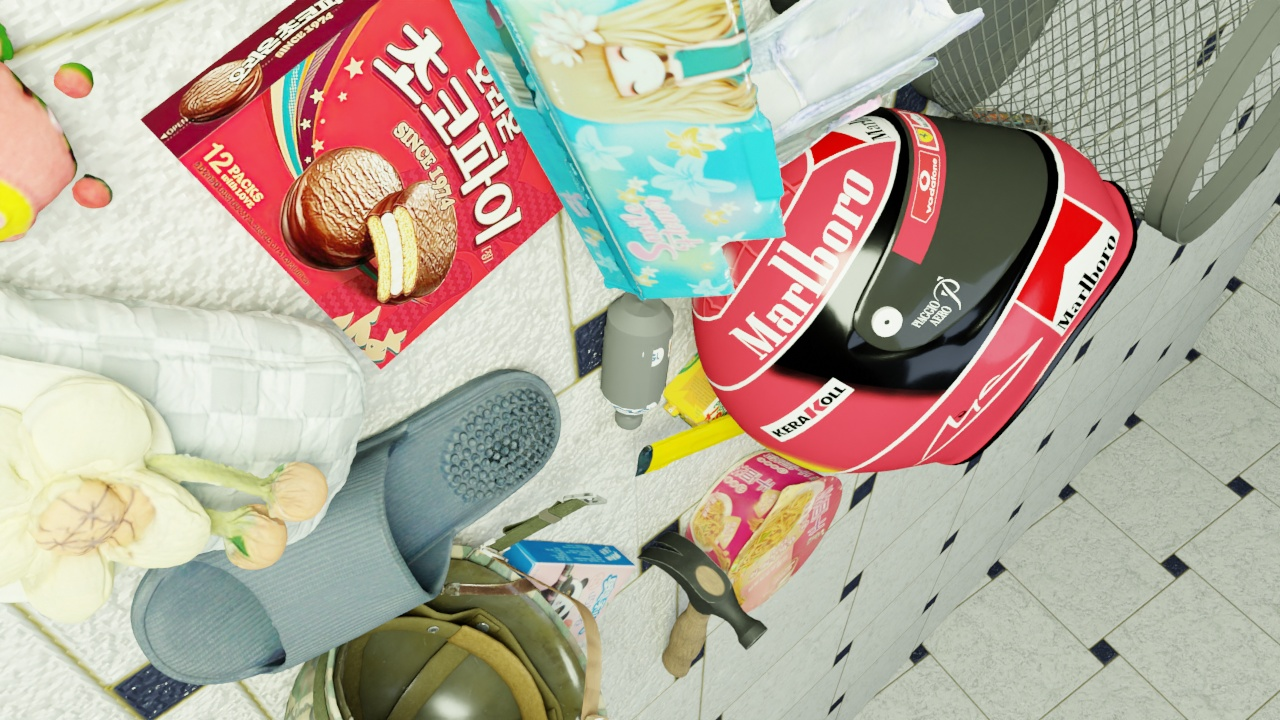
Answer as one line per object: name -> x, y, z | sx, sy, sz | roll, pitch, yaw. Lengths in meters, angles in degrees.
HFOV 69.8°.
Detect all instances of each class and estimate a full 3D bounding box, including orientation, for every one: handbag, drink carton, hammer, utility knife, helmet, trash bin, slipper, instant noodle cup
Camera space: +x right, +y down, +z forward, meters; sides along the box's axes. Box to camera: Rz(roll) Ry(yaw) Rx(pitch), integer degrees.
handbag -> -0.186, 0.036, 0.362 | 0.171, 0.123, 0.113 | 4, 114, -47
drink carton -> 0.075, 0.009, 0.748 | 0.122, 0.041, 0.058 | -47, 149, -5
hammer -> 0.048, 0.272, 0.945 | 0.040, 0.132, 0.306 | -36, 158, -23
utility knife -> 0.080, 0.052, 0.741 | 0.227, 0.019, 0.031 | -14, 139, -39
helmet -> 0.153, -0.055, 0.611 | 0.224, 0.197, 0.271 | 26, 109, -19
trash bin -> 0.343, -0.233, 0.656 | 0.217, 0.227, 0.218 | -33, 144, -27
slipper -> -0.133, 0.093, 0.505 | 0.262, 0.083, 0.101 | -33, 122, -33
helmet -> -0.101, 0.215, 0.586 | 0.224, 0.192, 0.237 | 16, 133, -34
handbag -> 0.106, -0.168, 0.539 | 0.158, 0.069, 0.127 | -35, -174, -23
instant noodle cup -> 0.119, 0.168, 0.938 | 0.178, 0.078, 0.179 | -31, 143, -28

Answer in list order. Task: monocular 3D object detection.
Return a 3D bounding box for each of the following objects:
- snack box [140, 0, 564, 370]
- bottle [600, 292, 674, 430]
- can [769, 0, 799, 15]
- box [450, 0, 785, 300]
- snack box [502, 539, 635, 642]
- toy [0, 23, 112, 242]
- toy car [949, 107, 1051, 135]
snack box -> -0.111, -0.088, 0.411 | 0.132, 0.036, 0.152 | -44, 148, -12
bottle -> -0.004, 0.004, 0.637 | 0.046, 0.047, 0.113 | -29, 142, -32
can -> 0.083, -0.233, 0.511 | 0.031, 0.031, 0.080 | -44, 148, -11
box -> 0.016, -0.112, 0.420 | 0.097, 0.117, 0.227 | -62, 153, -18
snack box -> -0.073, 0.194, 0.759 | 0.088, 0.033, 0.154 | -55, 149, 7
toy -> -0.225, -0.064, 0.283 | 0.103, 0.046, 0.084 | -18, 142, -37
toy car -> 0.309, -0.202, 0.823 | 0.111, 0.047, 0.047 | -3, 131, -14
